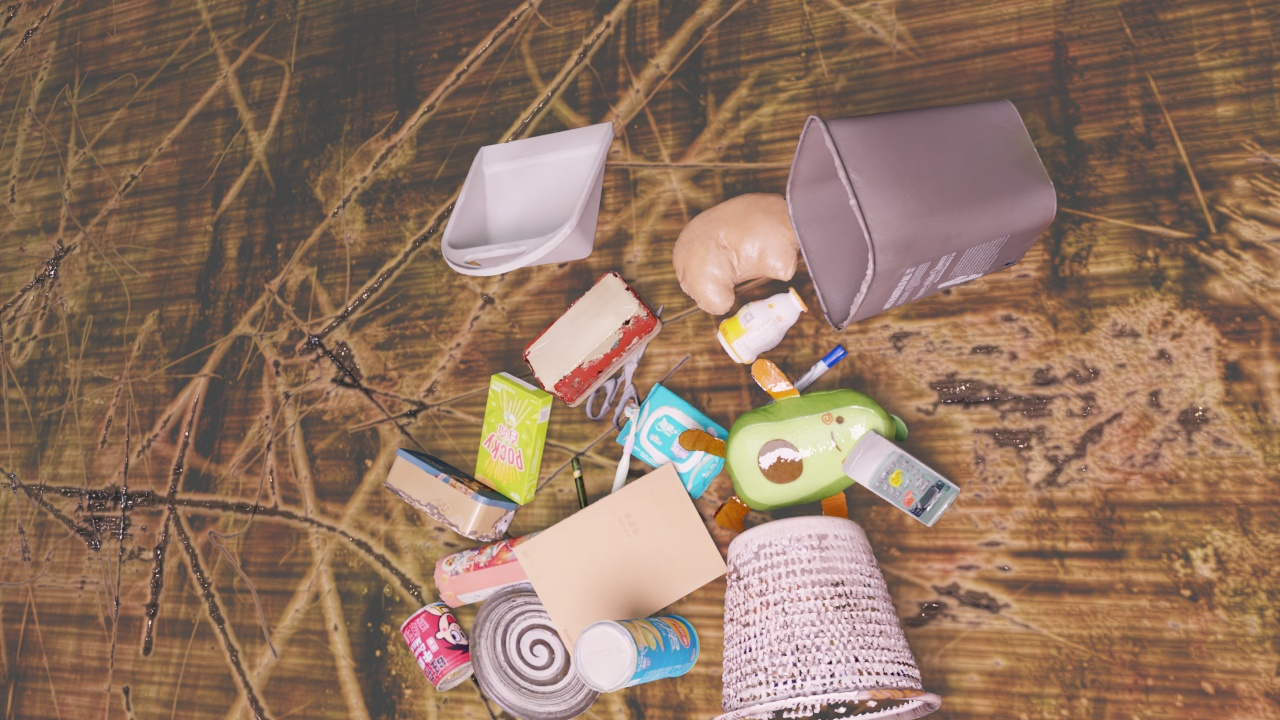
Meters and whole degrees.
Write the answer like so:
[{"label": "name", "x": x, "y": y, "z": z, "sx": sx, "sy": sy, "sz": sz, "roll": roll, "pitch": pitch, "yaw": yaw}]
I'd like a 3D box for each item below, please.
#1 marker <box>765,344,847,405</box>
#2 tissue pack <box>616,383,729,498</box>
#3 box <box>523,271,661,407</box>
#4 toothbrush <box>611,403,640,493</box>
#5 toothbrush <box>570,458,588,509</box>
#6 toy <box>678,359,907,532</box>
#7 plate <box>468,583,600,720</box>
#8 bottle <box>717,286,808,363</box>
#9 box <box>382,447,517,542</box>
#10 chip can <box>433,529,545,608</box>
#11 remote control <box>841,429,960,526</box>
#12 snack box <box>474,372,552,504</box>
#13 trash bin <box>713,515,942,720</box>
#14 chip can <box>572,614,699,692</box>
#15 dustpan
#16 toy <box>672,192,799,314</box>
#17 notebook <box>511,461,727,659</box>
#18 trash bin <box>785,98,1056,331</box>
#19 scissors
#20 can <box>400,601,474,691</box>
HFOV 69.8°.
[{"label": "marker", "x": 0.187, "y": 0.033, "z": 1.103, "sx": 0.146, "sy": 0.017, "sz": 0.017, "roll": -40, "pitch": 65, "yaw": 9}, {"label": "tissue pack", "x": 0.044, "y": 0.098, "z": 1.127, "sx": 0.133, "sy": 0.050, "sz": 0.093, "roll": 34, "pitch": 92, "yaw": 27}, {"label": "box", "x": -0.066, "y": -0.029, "z": 1.182, "sx": 0.168, "sy": 0.080, "sz": 0.091, "roll": -42, "pitch": 55, "yaw": 8}, {"label": "toothbrush", "x": -0.027, "y": 0.144, "z": 1.128, "sx": 0.020, "sy": 0.029, "sz": 0.190, "roll": 10, "pitch": 106, "yaw": -7}, {"label": "toothbrush", "x": -0.063, "y": 0.212, "z": 1.164, "sx": 0.017, "sy": 0.012, "sz": 0.185, "roll": -18, "pitch": 70, "yaw": 13}, {"label": "toy", "x": 0.173, "y": 0.104, "z": 1.034, "sx": 0.247, "sy": 0.089, "sz": 0.227, "roll": -23, "pitch": 99, "yaw": 16}, {"label": "plate", "x": -0.125, "y": 0.357, "z": 1.125, "sx": 0.179, "sy": 0.024, "sz": 0.179, "roll": 3, "pitch": 100, "yaw": 15}, {"label": "bottle", "x": 0.149, "y": -0.045, "z": 1.112, "sx": 0.108, "sy": 0.063, "sz": 0.063, "roll": -35, "pitch": 66, "yaw": 11}, {"label": "box", "x": -0.256, "y": 0.174, "z": 1.210, "sx": 0.184, "sy": 0.089, "sz": 0.061, "roll": 25, "pitch": 87, "yaw": 27}, {"label": "chip can", "x": -0.152, "y": 0.256, "z": 1.148, "sx": 0.215, "sy": 0.071, "sz": 0.071, "roll": -19, "pitch": 70, "yaw": 22}, {"label": "remote control", "x": 0.280, "y": 0.127, "z": 0.986, "sx": 0.056, "sy": 0.135, "sz": 0.019, "roll": -54, "pitch": 21, "yaw": 10}, {"label": "snack box", "x": -0.165, "y": 0.101, "z": 1.189, "sx": 0.086, "sy": 0.026, "sz": 0.157, "roll": 25, "pitch": 115, "yaw": 26}, {"label": "trash bin", "x": 0.175, "y": 0.275, "z": 0.952, "sx": 0.228, "sy": 0.227, "sz": 0.191, "roll": -16, "pitch": 58, "yaw": 18}, {"label": "chip can", "x": 0.001, "y": 0.315, "z": 1.000, "sx": 0.071, "sy": 0.210, "sz": 0.071, "roll": -6, "pitch": 74, "yaw": 20}, {"label": "dustpan", "x": -0.163, "y": -0.220, "z": 1.246, "sx": 0.223, "sy": 0.142, "sz": 0.257, "roll": -5, "pitch": 76, "yaw": 21}, {"label": "toy", "x": 0.147, "y": -0.150, "z": 1.137, "sx": 0.226, "sy": 0.082, "sz": 0.143, "roll": -26, "pitch": 69, "yaw": 10}, {"label": "notebook", "x": -0.023, "y": 0.233, "z": 1.075, "sx": 0.211, "sy": 0.012, "sz": 0.149, "roll": -28, "pitch": 94, "yaw": -4}, {"label": "trash bin", "x": 0.297, "y": -0.164, "z": 0.993, "sx": 0.219, "sy": 0.199, "sz": 0.198, "roll": -13, "pitch": 70, "yaw": -5}, {"label": "scissors", "x": -0.020, "y": 0.006, "z": 1.198, "sx": 0.147, "sy": 0.014, "sz": 0.172, "roll": -18, "pitch": 70, "yaw": 16}, {"label": "can", "x": -0.256, "y": 0.366, "z": 1.174, "sx": 0.066, "sy": 0.066, "sz": 0.094, "roll": -43, "pitch": 65, "yaw": 7}]
